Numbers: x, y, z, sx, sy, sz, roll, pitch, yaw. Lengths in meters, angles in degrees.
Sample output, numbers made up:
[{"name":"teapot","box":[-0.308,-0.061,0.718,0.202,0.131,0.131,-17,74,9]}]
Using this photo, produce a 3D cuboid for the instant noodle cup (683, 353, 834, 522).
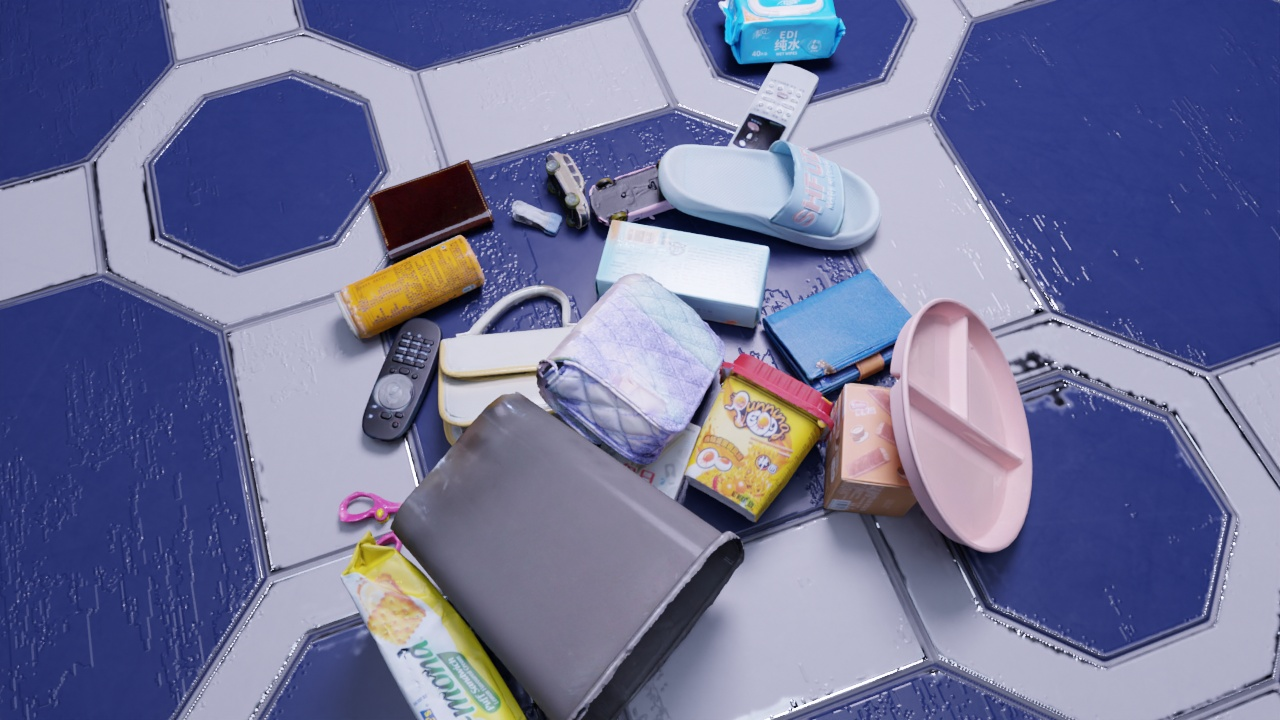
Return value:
[{"name":"instant noodle cup","box":[0.105,0.076,0.856,0.116,0.116,0.123,29,81,13]}]

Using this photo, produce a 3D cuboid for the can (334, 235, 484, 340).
[{"name":"can","box":[-0.238,-0.076,0.955,0.146,0.058,0.058,-26,67,-10]}]

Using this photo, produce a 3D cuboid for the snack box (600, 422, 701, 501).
[{"name":"snack box","box":[-0.008,0.122,0.869,0.085,0.027,0.156,19,72,10]}]

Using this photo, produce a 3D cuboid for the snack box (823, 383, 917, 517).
[{"name":"snack box","box":[0.218,0.085,0.852,0.077,0.093,0.094,6,65,4]}]

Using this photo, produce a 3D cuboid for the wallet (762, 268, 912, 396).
[{"name":"wallet","box":[0.207,-0.029,0.936,0.133,0.040,0.106,-25,59,-10]}]

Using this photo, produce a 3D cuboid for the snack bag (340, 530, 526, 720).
[{"name":"snack bag","box":[-0.154,0.262,0.746,0.068,0.158,0.246,-30,69,-19]}]

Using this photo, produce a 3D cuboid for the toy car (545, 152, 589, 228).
[{"name":"toy car","box":[-0.078,-0.187,1.012,0.035,0.042,0.090,-22,67,-11]}]

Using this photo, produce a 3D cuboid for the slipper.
[{"name":"slipper","box":[0.141,-0.189,0.976,0.245,0.074,0.103,9,63,-7]}]

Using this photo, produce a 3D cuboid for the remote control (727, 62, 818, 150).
[{"name":"remote control","box":[0.154,-0.284,1.063,0.058,0.021,0.149,23,67,12]}]

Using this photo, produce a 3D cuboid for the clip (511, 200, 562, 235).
[{"name":"clip","box":[-0.115,-0.158,1.012,0.057,0.029,0.024,22,69,3]}]

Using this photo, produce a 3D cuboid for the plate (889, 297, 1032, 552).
[{"name":"plate","box":[0.289,0.057,0.826,0.028,0.229,0.229,-17,56,43]}]

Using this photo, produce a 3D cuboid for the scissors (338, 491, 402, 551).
[{"name":"scissors","box":[-0.218,0.151,0.875,0.136,0.017,0.105,-9,64,-7]}]

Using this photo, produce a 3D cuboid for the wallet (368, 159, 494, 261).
[{"name":"wallet","box":[-0.233,-0.170,1.020,0.122,0.020,0.096,-21,62,-7]}]

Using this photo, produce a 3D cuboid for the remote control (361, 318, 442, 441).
[{"name":"remote control","box":[-0.239,0.021,0.929,0.053,0.024,0.136,15,68,6]}]

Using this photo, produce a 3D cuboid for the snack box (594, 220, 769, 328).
[{"name":"snack box","box":[0.044,-0.090,0.959,0.175,0.052,0.074,11,67,7]}]

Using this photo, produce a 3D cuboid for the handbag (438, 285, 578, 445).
[{"name":"handbag","box":[-0.120,-0.005,0.917,0.163,0.063,0.178,-6,57,-7]}]

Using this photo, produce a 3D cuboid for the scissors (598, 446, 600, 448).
[{"name":"scissors","box":[-0.089,0.096,0.898,0.173,0.014,0.159,21,67,9]}]

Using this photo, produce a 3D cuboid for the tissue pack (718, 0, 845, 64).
[{"name":"tissue pack","box":[0.165,-0.402,1.085,0.140,0.063,0.089,-3,52,-1]}]

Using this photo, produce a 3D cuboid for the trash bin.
[{"name":"trash bin","box":[-0.061,0.160,0.751,0.220,0.199,0.198,37,82,19]}]

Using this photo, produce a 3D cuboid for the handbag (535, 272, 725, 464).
[{"name":"handbag","box":[-0.005,0.005,0.854,0.134,0.076,0.193,40,33,-2]}]

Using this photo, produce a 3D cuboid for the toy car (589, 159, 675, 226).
[{"name":"toy car","box":[0.003,-0.183,1.011,0.122,0.037,0.056,-19,70,-6]}]
